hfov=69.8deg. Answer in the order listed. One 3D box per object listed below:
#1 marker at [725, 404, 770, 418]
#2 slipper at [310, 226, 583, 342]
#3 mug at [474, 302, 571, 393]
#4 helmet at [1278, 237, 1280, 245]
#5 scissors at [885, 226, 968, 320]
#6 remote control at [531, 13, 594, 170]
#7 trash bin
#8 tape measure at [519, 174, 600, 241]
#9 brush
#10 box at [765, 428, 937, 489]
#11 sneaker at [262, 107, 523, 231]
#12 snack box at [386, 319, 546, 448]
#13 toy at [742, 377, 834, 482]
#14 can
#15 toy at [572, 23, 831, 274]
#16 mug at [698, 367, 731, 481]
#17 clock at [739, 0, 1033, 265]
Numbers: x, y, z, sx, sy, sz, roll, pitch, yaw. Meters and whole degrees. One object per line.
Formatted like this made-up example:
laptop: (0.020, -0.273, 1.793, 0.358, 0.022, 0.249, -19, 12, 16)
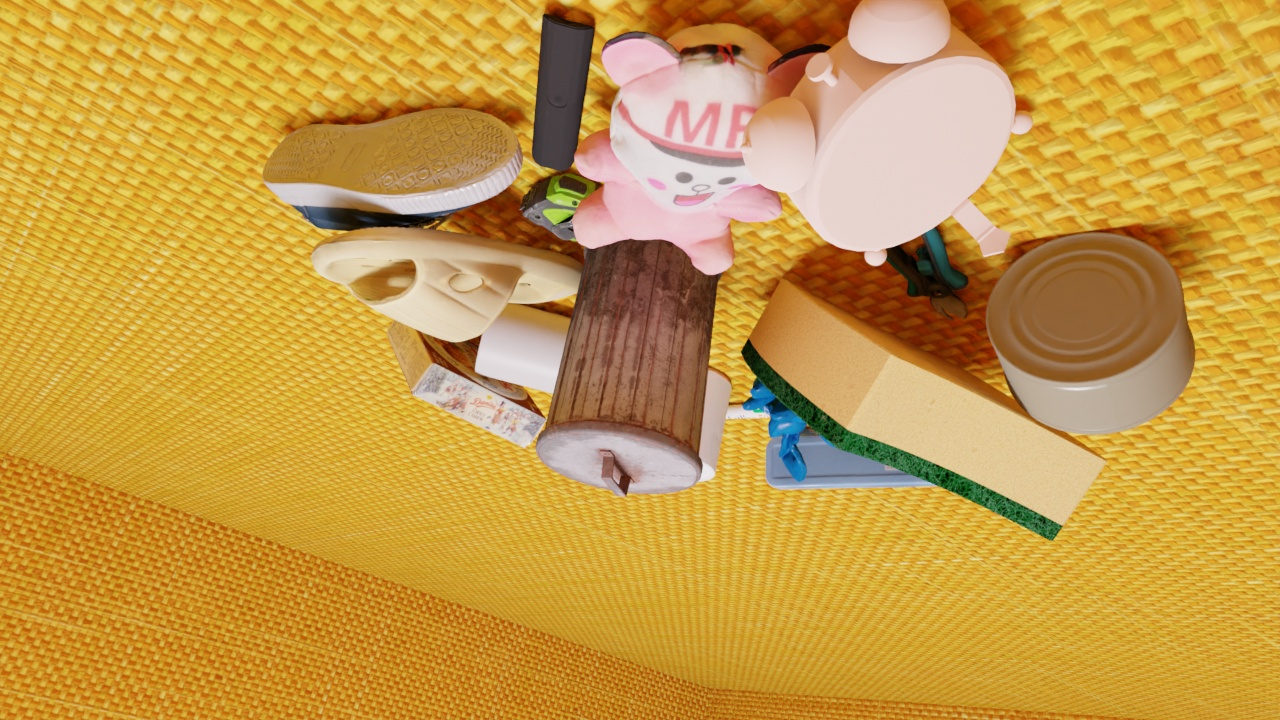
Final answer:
marker: (0.097, 0.059, 1.047, 0.146, 0.017, 0.017, -4, 150, 31)
slipper: (-0.147, -0.054, 0.753, 0.112, 0.079, 0.260, -8, 175, 40)
mug: (-0.110, -0.014, 0.940, 0.097, 0.078, 0.112, 15, -177, -5)
helmet: (0.451, -0.100, 0.422, 0.255, 0.131, 0.205, 8, -174, -3)
scissors: (0.225, -0.073, 0.714, 0.131, 0.019, 0.150, 15, 154, -4)
remote control: (-0.055, -0.180, 0.627, 0.033, 0.015, 0.147, 14, 155, -3)
trash bin: (-0.004, 0.004, 0.750, 0.131, 0.210, 0.131, 8, 154, 4)
tape measure: (-0.054, -0.118, 0.731, 0.065, 0.035, 0.059, 29, 149, -29)
brush: (0.219, 0.034, 0.747, 0.250, 0.075, 0.195, 23, -167, -22)
box: (0.250, 0.112, 1.040, 0.211, 0.072, 0.079, -6, 163, 31)
sneaker: (-0.185, -0.133, 0.707, 0.236, 0.089, 0.087, 6, 151, 28)
snack box: (-0.186, 0.017, 0.972, 0.147, 0.041, 0.143, 32, -171, -35)
toy: (0.139, 0.045, 0.883, 0.071, 0.112, 0.176, -32, 159, -3)
can: (0.319, -0.020, 0.655, 0.128, 0.127, 0.073, -5, 148, 33)
toy: (0.030, -0.137, 0.599, 0.142, 0.084, 0.214, 12, 157, -5)
mug: (0.049, 0.067, 0.982, 0.082, 0.105, 0.082, 10, 154, 5)
clock: (0.147, -0.121, 0.521, 0.160, 0.086, 0.131, 28, 117, -38)
